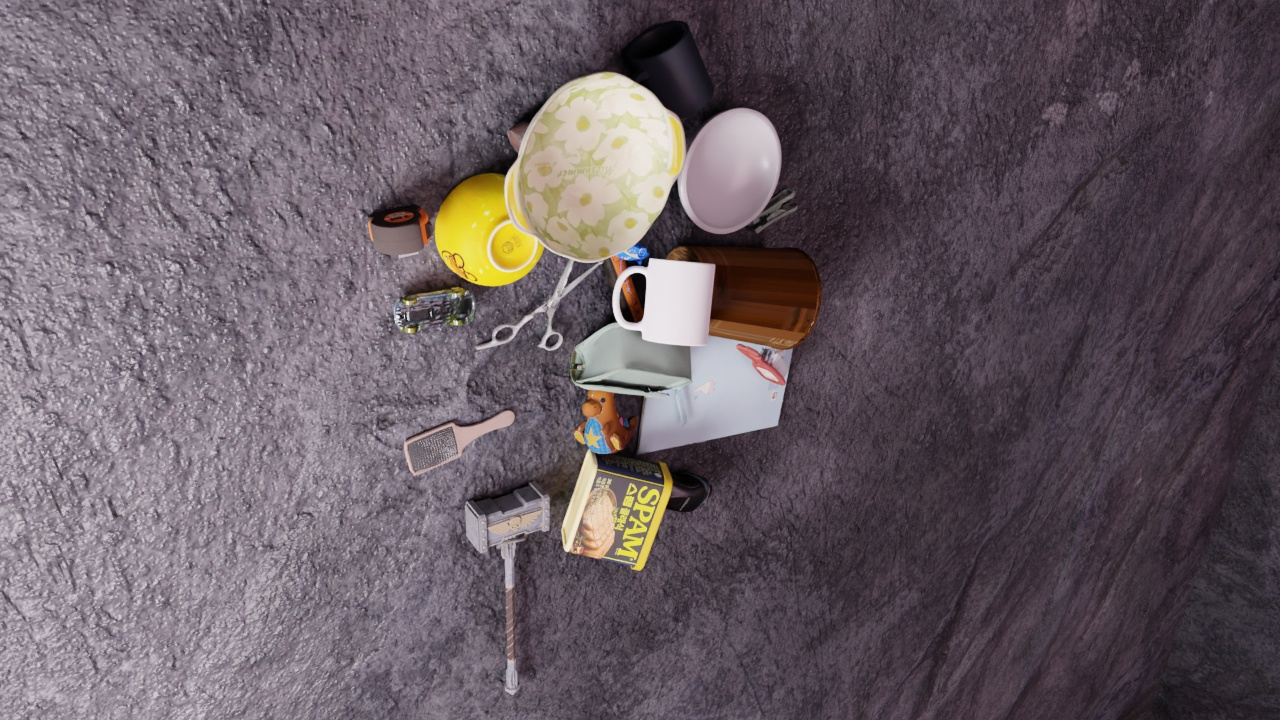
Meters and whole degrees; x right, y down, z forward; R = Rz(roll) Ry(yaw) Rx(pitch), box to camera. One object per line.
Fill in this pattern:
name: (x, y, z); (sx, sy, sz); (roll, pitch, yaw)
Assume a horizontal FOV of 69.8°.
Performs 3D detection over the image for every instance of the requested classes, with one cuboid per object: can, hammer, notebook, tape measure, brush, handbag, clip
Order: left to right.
tape measure: (-0.233, -0.124, 0.900); (0.058, 0.059, 0.038); (-18, 123, -25)
brush: (-0.205, 0.090, 1.062); (0.135, 0.015, 0.050); (-23, 126, -25)
hammer: (-0.168, 0.311, 1.186); (0.098, 0.044, 0.323); (-14, 121, -30)
hammer: (-0.034, -0.155, 1.046); (0.137, 0.035, 0.315); (-34, 130, -17)
can: (-0.033, 0.190, 1.182); (0.104, 0.075, 0.135); (15, 105, -13)
handbag: (-0.007, 0.006, 1.104); (0.121, 0.106, 0.067); (9, 68, -37)
notebook: (0.110, 0.029, 1.265); (0.252, 0.009, 0.181); (-8, 117, -33)
brush: (0.165, -0.003, 1.224); (0.030, 0.041, 0.172); (-65, 154, -5)
clip: (0.170, -0.194, 1.183); (0.075, 0.023, 0.042); (-32, 130, -16)

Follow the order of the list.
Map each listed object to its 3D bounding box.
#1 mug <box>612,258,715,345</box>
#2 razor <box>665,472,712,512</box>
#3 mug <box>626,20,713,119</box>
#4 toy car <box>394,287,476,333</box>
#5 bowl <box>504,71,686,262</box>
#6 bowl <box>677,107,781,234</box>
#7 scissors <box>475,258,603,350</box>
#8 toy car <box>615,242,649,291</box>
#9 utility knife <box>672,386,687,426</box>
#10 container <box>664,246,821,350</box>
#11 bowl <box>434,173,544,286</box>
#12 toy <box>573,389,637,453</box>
mug: (0.024, -0.068, 1.028); (0.110, 0.073, 0.090); (5, 97, 1)
razor: (0.033, 0.170, 1.262); (0.140, 0.063, 0.053); (19, 117, -27)
mug: (0.023, -0.298, 0.979); (0.104, 0.071, 0.077); (-52, 134, -23)
toy car: (-0.217, -0.055, 0.967); (0.089, 0.027, 0.039); (-12, 117, -31)
bowl: (-0.055, -0.199, 0.936); (0.218, 0.060, 0.189); (-25, 126, -27)
bowl: (0.098, -0.229, 1.096); (0.149, 0.043, 0.150); (-17, 122, -29)
scissors: (-0.113, -0.061, 1.033); (0.158, 0.014, 0.142); (-16, 137, -24)
toy car: (-0.027, -0.112, 1.034); (0.092, 0.033, 0.062); (14, 118, -45)
utility knife: (0.047, 0.021, 1.196); (0.022, 0.015, 0.166); (-26, 124, -21)
container: (0.116, -0.083, 1.139); (0.167, 0.132, 0.132); (3, 111, -31)
bowl: (-0.147, -0.129, 0.953); (0.117, 0.068, 0.117); (-17, 122, -29)
toy: (-0.036, 0.069, 1.164); (0.102, 0.071, 0.090); (-27, 117, -51)
